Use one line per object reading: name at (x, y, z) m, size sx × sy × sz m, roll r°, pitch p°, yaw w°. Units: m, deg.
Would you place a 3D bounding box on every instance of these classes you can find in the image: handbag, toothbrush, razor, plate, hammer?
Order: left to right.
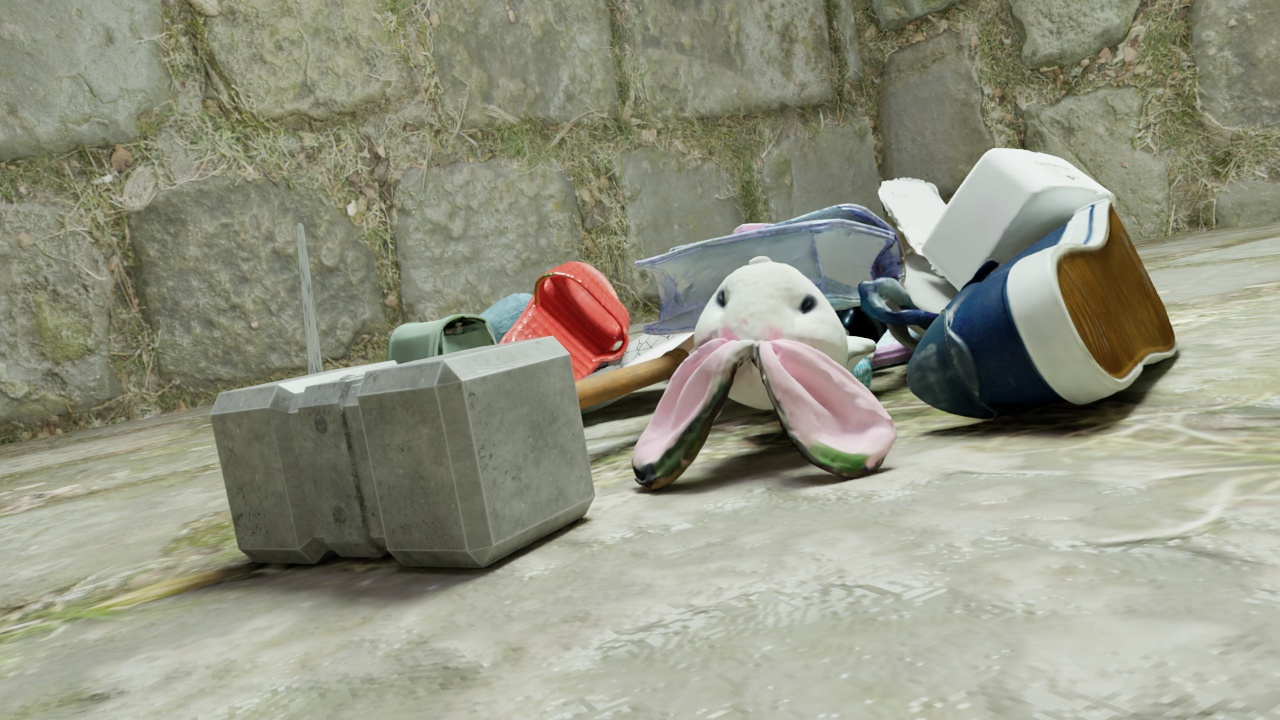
toothbrush at (-0.222, -0.002, 0.624) m, size 0.010 × 0.181 × 0.010 m, roll -6°, pitch -1°, yaw -24°
handbag at (-0.173, 0.015, 0.805) m, size 0.067 × 0.106 × 0.122 m, roll -17°, pitch 7°, yaw -34°
handbag at (-0.104, -0.021, 0.958) m, size 0.118 × 0.122 × 0.192 m, roll -29°, pitch 1°, yaw -1°
hammer at (-0.050, 0.025, 0.521) m, size 0.163 × 0.083 × 0.316 m, roll -7°, pitch 5°, yaw 33°
plate at (-0.005, 0.005, 0.811) m, size 0.188 × 0.016 × 0.188 m, roll -32°, pitch 8°, yaw 5°
handbag at (0.089, -0.060, 0.643) m, size 0.159 × 0.069 × 0.126 m, roll -10°, pitch -1°, yaw 37°
razor at (0.141, -0.015, 0.695) m, size 0.053 × 0.064 × 0.140 m, roll 31°, pitch 42°, yaw 25°

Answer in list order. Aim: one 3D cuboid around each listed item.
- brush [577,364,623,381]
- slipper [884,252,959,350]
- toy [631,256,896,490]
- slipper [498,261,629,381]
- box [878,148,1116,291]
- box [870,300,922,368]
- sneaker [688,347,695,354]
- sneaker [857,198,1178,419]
brush at (-0.074, 0.036, 0.709) m, size 0.151 × 0.012 × 0.039 m, roll -27°, pitch 6°, yaw -30°
slipper at (0.262, -0.041, 0.743) m, size 0.113 × 0.081 × 0.265 m, roll 34°, pitch 34°, yaw 17°
toy at (0.086, -0.006, 0.499) m, size 0.131 × 0.106 × 0.204 m, roll -4°, pitch 8°, yaw 29°
slipper at (-0.057, -0.039, 0.842) m, size 0.059 × 0.103 × 0.248 m, roll -44°, pitch 10°, yaw 25°
box at (0.247, -0.117, 0.676) m, size 0.109 × 0.134 × 0.107 m, roll -2°, pitch -45°, yaw -35°
box at (0.226, -0.017, 0.819) m, size 0.214 × 0.090 × 0.093 m, roll -12°, pitch -36°, yaw -19°
sneaker at (0.124, -0.070, 0.963) m, size 0.236 × 0.104 × 0.090 m, roll -21°, pitch 37°, yaw -26°
sneaker at (0.234, -0.028, 0.558) m, size 0.128 × 0.120 × 0.293 m, roll -28°, pitch -4°, yaw 40°
